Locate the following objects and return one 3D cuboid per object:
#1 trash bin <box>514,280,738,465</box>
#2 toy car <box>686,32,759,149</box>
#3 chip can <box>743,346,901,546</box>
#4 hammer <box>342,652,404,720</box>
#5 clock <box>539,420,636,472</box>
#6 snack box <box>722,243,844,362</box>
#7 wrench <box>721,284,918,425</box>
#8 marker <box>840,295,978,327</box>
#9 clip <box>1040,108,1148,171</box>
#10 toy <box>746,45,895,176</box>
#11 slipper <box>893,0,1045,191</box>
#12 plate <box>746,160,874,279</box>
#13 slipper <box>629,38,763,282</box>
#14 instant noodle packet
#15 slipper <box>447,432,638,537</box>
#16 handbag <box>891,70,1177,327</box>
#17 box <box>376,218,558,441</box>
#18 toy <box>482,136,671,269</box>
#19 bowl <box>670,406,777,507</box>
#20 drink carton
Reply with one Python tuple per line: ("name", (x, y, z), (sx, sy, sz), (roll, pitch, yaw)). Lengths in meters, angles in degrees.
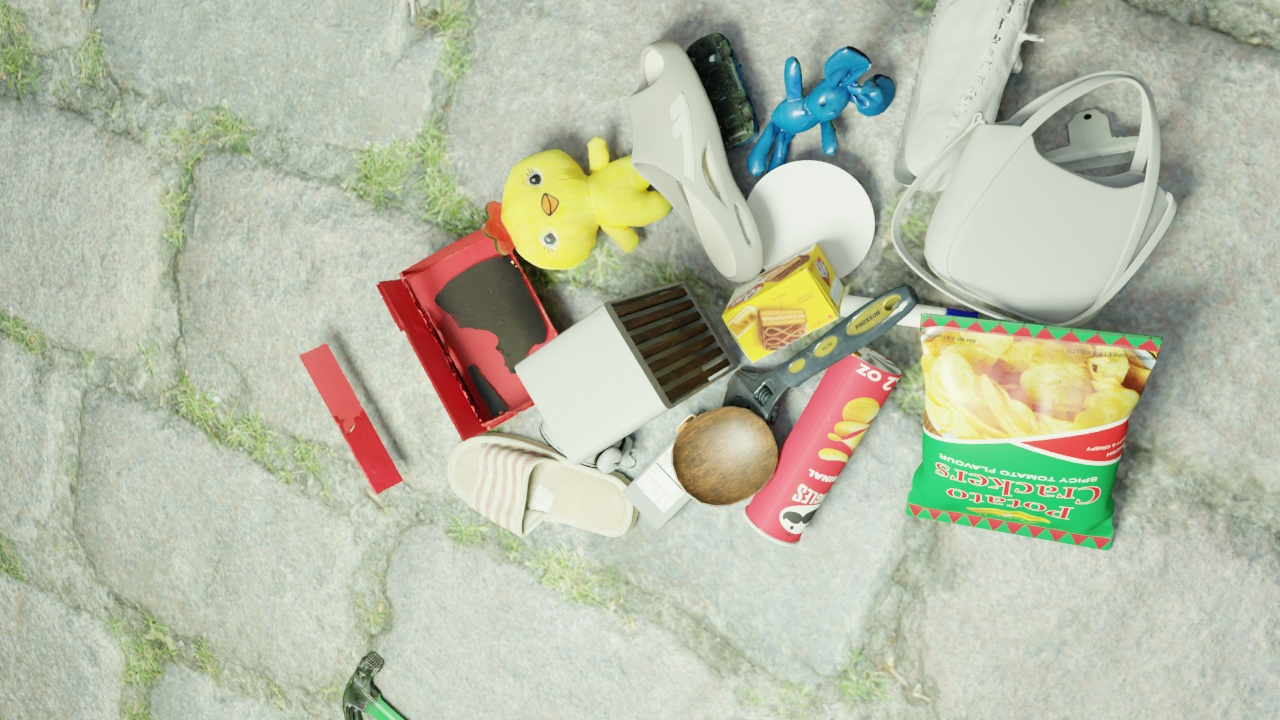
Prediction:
("trash bin", (-0.006, 0.006, 0.951), (0.115, 0.228, 0.114), (-33, 86, 25))
("toy car", (0.086, -0.280, 0.959), (0.056, 0.043, 0.120), (-21, 90, 25))
("chip can", (0.191, 0.089, 0.972), (0.069, 0.069, 0.221), (32, 110, 15))
("hammer", (-0.294, 0.558, 1.291), (0.319, 0.032, 0.130), (35, 111, 13))
("clock", (-0.058, 0.090, 1.066), (0.122, 0.094, 0.035), (31, 107, 9))
("snack box", (0.147, -0.059, 0.946), (0.106, 0.083, 0.061), (-29, 104, 27))
("wrench", (0.175, 0.000, 0.941), (0.274, 0.022, 0.073), (-40, 58, 43))
("marker", (0.272, -0.047, 0.934), (0.133, 0.027, 0.023), (10, 100, 21))
("clip", (0.414, -0.198, 0.843), (0.102, 0.057, 0.052), (-6, 122, 23))
("toy", (0.179, -0.246, 0.914), (0.177, 0.112, 0.071), (-38, 47, 44))
("slipper", (0.311, -0.275, 0.849), (0.112, 0.074, 0.247), (31, 112, 48))
("plate", (0.174, -0.142, 0.952), (0.135, 0.011, 0.135), (8, 118, 15))
("slipper", (0.041, -0.197, 0.954), (0.080, 0.113, 0.266), (-24, 97, -13))
("instant noodle packet", (0.360, 0.073, 0.874), (0.196, 0.090, 0.253), (8, 127, 21))
("slipper", (-0.129, 0.161, 1.132), (0.263, 0.052, 0.115), (11, 103, 21))
("handbag", (0.360, -0.150, 0.810), (0.216, 0.095, 0.223), (21, 116, -3))
("box", (-0.183, -0.038, 1.034), (0.164, 0.153, 0.213), (-29, 86, -7))
("toy", (-0.070, -0.173, 1.027), (0.208, 0.092, 0.134), (-13, 93, 13))
("bowl", (0.091, 0.103, 0.988), (0.114, 0.026, 0.102), (-28, 83, 8))
("drink carton", (0.046, 0.128, 1.052), (0.076, 0.048, 0.125), (46, 113, 9))
